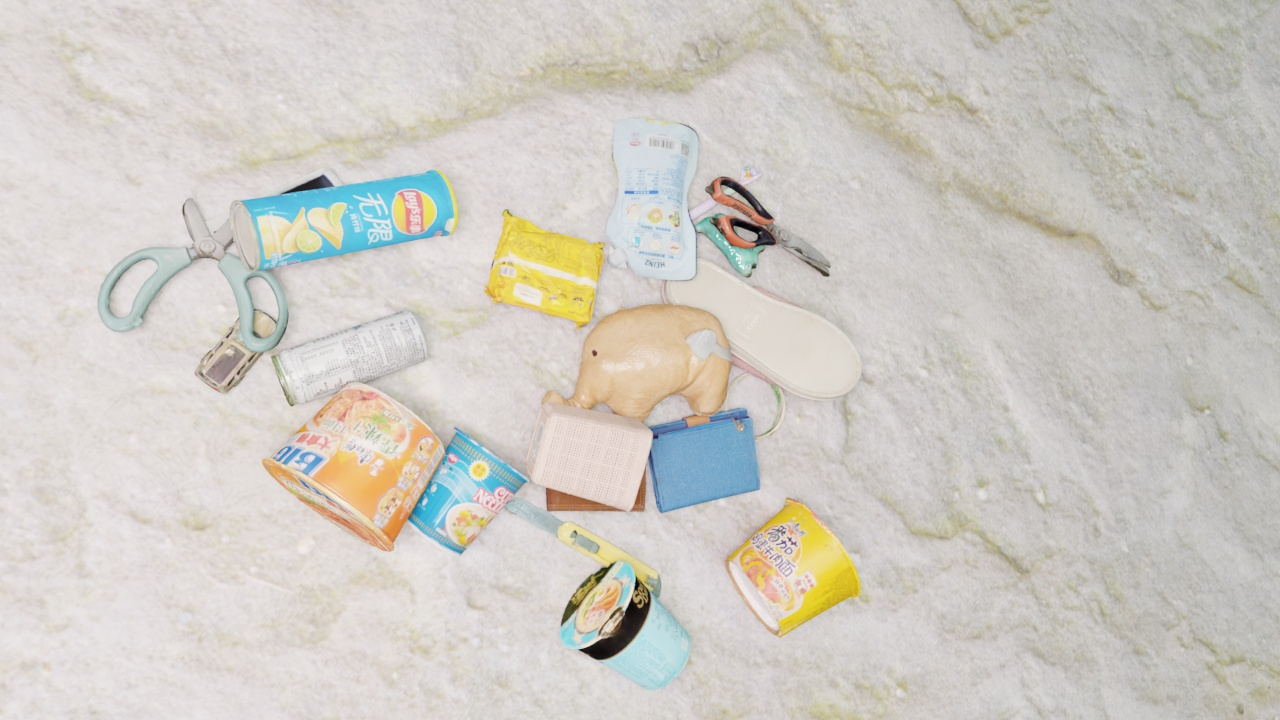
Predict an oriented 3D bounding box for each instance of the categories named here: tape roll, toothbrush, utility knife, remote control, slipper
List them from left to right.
[{"bbox_3d":[-0.370,-0.143,0.938,0.149,0.021,0.058,-33,99,-21],"label":"remote control"},{"bbox_3d":[-0.061,0.213,1.052,0.219,0.022,0.030,32,69,-13],"label":"utility knife"},{"bbox_3d":[0.075,-0.189,1.133,0.188,0.029,0.021,-36,138,-20],"label":"toothbrush"},{"bbox_3d":[0.141,0.057,1.147,0.085,0.014,0.085,2,86,-23],"label":"tape roll"},{"bbox_3d":[0.147,-0.035,1.132,0.274,0.054,0.114,27,72,-7],"label":"slipper"}]

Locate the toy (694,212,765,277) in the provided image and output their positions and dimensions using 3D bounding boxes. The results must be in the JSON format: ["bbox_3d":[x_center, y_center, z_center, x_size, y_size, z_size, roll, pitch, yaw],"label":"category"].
[{"bbox_3d":[0.116,-0.144,1.136,0.092,0.030,0.096,54,43,4],"label":"toy"}]

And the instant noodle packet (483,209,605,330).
[{"bbox_3d":[-0.109,-0.100,1.035,0.128,0.044,0.110,17,75,-24],"label":"instant noodle packet"}]

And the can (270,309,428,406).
[{"bbox_3d":[-0.296,-0.004,0.940,0.146,0.058,0.058,-22,95,-23],"label":"can"}]

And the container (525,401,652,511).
[{"bbox_3d":[-0.058,0.099,0.982,0.111,0.090,0.090,15,95,-14],"label":"container"}]

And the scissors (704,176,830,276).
[{"bbox_3d":[0.164,-0.149,1.144,0.207,0.015,0.192,56,45,-7],"label":"scissors"}]

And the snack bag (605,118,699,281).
[{"bbox_3d":[0.016,-0.190,1.089,0.110,0.039,0.191,6,81,-18],"label":"snack bag"}]

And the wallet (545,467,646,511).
[{"bbox_3d":[-0.051,0.123,1.052,0.124,0.032,0.101,3,82,-23],"label":"wallet"}]

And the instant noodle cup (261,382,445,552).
[{"bbox_3d":[-0.273,0.100,0.901,0.151,0.152,0.111,41,64,-15],"label":"instant noodle cup"}]

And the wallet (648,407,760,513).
[{"bbox_3d":[0.074,0.118,1.099,0.133,0.040,0.106,-11,95,-18],"label":"wallet"}]

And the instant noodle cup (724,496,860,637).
[{"bbox_3d":[0.174,0.251,1.089,0.109,0.138,0.138,-32,99,-13],"label":"instant noodle cup"}]

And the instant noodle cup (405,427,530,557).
[{"bbox_3d":[-0.186,0.142,0.964,0.099,0.099,0.110,37,81,-17],"label":"instant noodle cup"}]

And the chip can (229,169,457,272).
[{"bbox_3d":[-0.293,-0.142,0.922,0.209,0.071,0.071,-18,94,-35],"label":"chip can"}]

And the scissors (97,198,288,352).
[{"bbox_3d":[-0.416,-0.066,0.887,0.180,0.019,0.170,41,69,-3],"label":"scissors"}]

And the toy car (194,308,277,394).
[{"bbox_3d":[-0.398,-0.011,0.910,0.042,0.035,0.090,40,70,-17],"label":"toy car"}]

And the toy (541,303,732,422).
[{"bbox_3d":[-0.006,0.006,1.050,0.226,0.082,0.143,-9,86,-8],"label":"toy"}]

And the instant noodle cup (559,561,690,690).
[{"bbox_3d":[-0.010,0.304,1.021,0.120,0.111,0.111,45,71,-22],"label":"instant noodle cup"}]
